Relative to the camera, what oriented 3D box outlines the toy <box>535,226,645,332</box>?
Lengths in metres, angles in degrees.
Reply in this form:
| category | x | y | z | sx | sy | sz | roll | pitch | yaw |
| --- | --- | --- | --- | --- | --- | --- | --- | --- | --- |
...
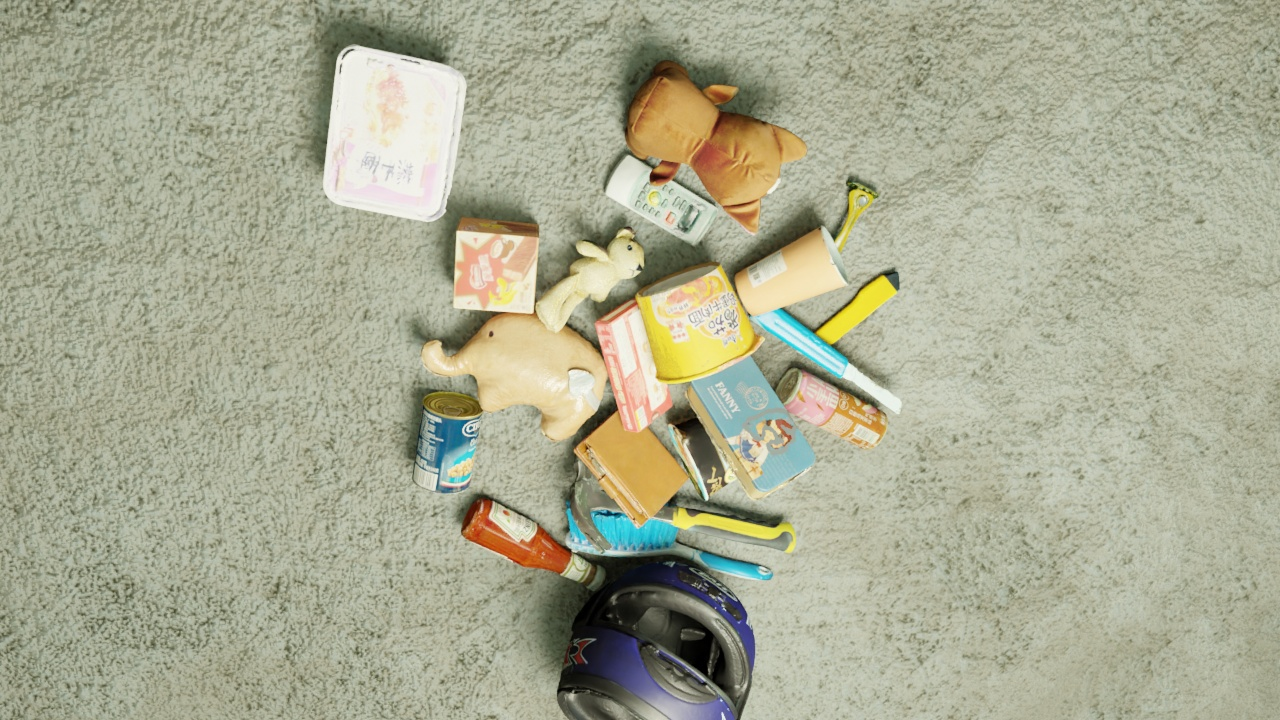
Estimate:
| category | x | y | z | sx | sy | sz | roll | pitch | yaw |
| --- | --- | --- | --- | --- | --- | --- | --- | --- | --- |
| toy | -0.058 | -0.093 | 1.093 | 0.157 | 0.066 | 0.105 | -40 | 141 | -15 |

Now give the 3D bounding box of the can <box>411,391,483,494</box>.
| category | x | y | z | sx | sy | sz | roll | pitch | yaw |
| --- | --- | --- | --- | --- | --- | --- | --- | --- | --- |
| can | -0.243 | 0.105 | 1.154 | 0.075 | 0.075 | 0.111 | 10 | 109 | -11 |

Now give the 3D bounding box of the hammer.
| category | x | y | z | sx | sy | sz | roll | pitch | yaw |
| --- | --- | --- | --- | --- | --- | --- | --- | --- | --- |
| hammer | 0.060 | 0.211 | 1.205 | 0.323 | 0.126 | 0.032 | 15 | 146 | -19 |

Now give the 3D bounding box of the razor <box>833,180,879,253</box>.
| category | x | y | z | sx | sy | sz | roll | pitch | yaw |
| --- | --- | --- | --- | --- | --- | --- | --- | --- | --- |
| razor | 0.248 | -0.156 | 1.143 | 0.043 | 0.028 | 0.133 | 22 | 108 | -18 |

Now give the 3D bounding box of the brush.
| category | x | y | z | sx | sy | sz | roll | pitch | yaw |
| --- | --- | --- | --- | --- | --- | --- | --- | --- | --- |
| brush | 0.046 | 0.246 | 1.259 | 0.314 | 0.060 | 0.110 | 6 | 115 | -12 |

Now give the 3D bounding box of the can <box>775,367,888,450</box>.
| category | x | y | z | sx | sy | sz | roll | pitch | yaw |
| --- | --- | --- | --- | --- | --- | --- | --- | --- | --- |
| can | 0.252 | 0.064 | 1.208 | 0.147 | 0.058 | 0.058 | 26 | 105 | -16 |

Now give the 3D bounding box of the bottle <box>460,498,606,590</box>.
| category | x | y | z | sx | sy | sz | roll | pitch | yaw |
| --- | --- | --- | --- | --- | --- | --- | --- | --- | --- |
| bottle | -0.140 | 0.253 | 1.232 | 0.206 | 0.059 | 0.060 | 30 | 104 | -17 |

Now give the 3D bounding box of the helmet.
| category | x | y | z | sx | sy | sz | roll | pitch | yaw |
| --- | --- | --- | --- | --- | --- | --- | --- | --- | --- |
| helmet | 0.033 | 0.378 | 1.178 | 0.247 | 0.316 | 0.239 | 32 | 61 | 4 |

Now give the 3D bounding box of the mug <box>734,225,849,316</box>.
| category | x | y | z | sx | sy | sz | roll | pitch | yaw |
| --- | --- | --- | --- | --- | --- | --- | --- | --- | --- |
| mug | 0.181 | -0.103 | 1.118 | 0.123 | 0.078 | 0.078 | -24 | 112 | 20 |

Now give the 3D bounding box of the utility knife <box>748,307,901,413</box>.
| category | x | y | z | sx | sy | sz | roll | pitch | yaw |
| --- | --- | --- | --- | --- | --- | --- | --- | --- | --- |
| utility knife | 0.244 | -0.001 | 1.182 | 0.236 | 0.018 | 0.034 | 35 | 101 | -6 |

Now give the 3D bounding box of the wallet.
| category | x | y | z | sx | sy | sz | roll | pitch | yaw |
| --- | --- | --- | --- | --- | --- | --- | --- | --- | --- |
| wallet | -0.010 | 0.132 | 1.169 | 0.132 | 0.107 | 0.031 | 50 | 142 | -2 |

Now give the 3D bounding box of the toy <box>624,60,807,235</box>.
| category | x | y | z | sx | sy | sz | roll | pitch | yaw |
| --- | --- | --- | --- | --- | --- | --- | --- | --- | --- |
| toy | 0.079 | -0.244 | 1.042 | 0.199 | 0.130 | 0.140 | 30 | 107 | 5 |

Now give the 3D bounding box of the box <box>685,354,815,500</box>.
| category | x | y | z | sx | sy | sz | roll | pitch | yaw |
| --- | --- | --- | --- | --- | --- | --- | --- | --- | --- |
| box | 0.128 | 0.073 | 1.119 | 0.089 | 0.061 | 0.184 | -30 | 78 | -16 |

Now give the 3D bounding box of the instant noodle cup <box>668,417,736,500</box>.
| category | x | y | z | sx | sy | sz | roll | pitch | yaw |
| --- | --- | --- | --- | --- | --- | --- | --- | --- | --- |
| instant noodle cup | 0.113 | 0.107 | 1.186 | 0.120 | 0.111 | 0.111 | -25 | 112 | -5 |

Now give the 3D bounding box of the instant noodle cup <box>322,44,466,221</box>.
| category | x | y | z | sx | sy | sz | roll | pitch | yaw |
| --- | --- | --- | --- | --- | --- | --- | --- | --- | --- |
| instant noodle cup | -0.272 | -0.253 | 1.024 | 0.138 | 0.060 | 0.174 | 10 | 110 | -11 |

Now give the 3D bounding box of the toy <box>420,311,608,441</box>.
| category | x | y | z | sx | sy | sz | roll | pitch | yaw |
| --- | --- | --- | --- | --- | --- | --- | --- | --- | --- |
| toy | -0.150 | 0.004 | 1.125 | 0.226 | 0.082 | 0.143 | 24 | 88 | -11 |

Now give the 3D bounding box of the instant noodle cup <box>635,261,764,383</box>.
| category | x | y | z | sx | sy | sz | roll | pitch | yaw |
| --- | --- | --- | --- | --- | --- | --- | --- | --- | --- |
| instant noodle cup | 0.064 | -0.050 | 1.108 | 0.138 | 0.138 | 0.110 | -21 | 103 | 1 |

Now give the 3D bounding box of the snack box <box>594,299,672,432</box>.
| category | x | y | z | sx | sy | sz | roll | pitch | yaw |
| --- | --- | --- | --- | --- | --- | --- | --- | --- | --- |
| snack box | -0.007 | 0.007 | 1.149 | 0.025 | 0.075 | 0.153 | 4 | 119 | 39 |

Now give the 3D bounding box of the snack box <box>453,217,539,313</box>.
| category | x | y | z | sx | sy | sz | roll | pitch | yaw |
| --- | --- | --- | --- | --- | --- | --- | --- | --- | --- |
| snack box | -0.169 | -0.112 | 1.080 | 0.094 | 0.077 | 0.093 | 4 | 110 | -8 |

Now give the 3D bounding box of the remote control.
| category | x | y | z | sx | sy | sz | roll | pitch | yaw |
| --- | --- | --- | --- | --- | --- | --- | --- | --- | --- |
| remote control | 0.025 | -0.193 | 1.104 | 0.135 | 0.019 | 0.056 | 29 | 105 | -16 |

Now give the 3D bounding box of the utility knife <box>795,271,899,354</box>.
| category | x | y | z | sx | sy | sz | roll | pitch | yaw |
| --- | --- | --- | --- | --- | --- | --- | --- | --- | --- |
| utility knife | 0.269 | -0.058 | 1.187 | 0.164 | 0.015 | 0.033 | -39 | 103 | 9 |
